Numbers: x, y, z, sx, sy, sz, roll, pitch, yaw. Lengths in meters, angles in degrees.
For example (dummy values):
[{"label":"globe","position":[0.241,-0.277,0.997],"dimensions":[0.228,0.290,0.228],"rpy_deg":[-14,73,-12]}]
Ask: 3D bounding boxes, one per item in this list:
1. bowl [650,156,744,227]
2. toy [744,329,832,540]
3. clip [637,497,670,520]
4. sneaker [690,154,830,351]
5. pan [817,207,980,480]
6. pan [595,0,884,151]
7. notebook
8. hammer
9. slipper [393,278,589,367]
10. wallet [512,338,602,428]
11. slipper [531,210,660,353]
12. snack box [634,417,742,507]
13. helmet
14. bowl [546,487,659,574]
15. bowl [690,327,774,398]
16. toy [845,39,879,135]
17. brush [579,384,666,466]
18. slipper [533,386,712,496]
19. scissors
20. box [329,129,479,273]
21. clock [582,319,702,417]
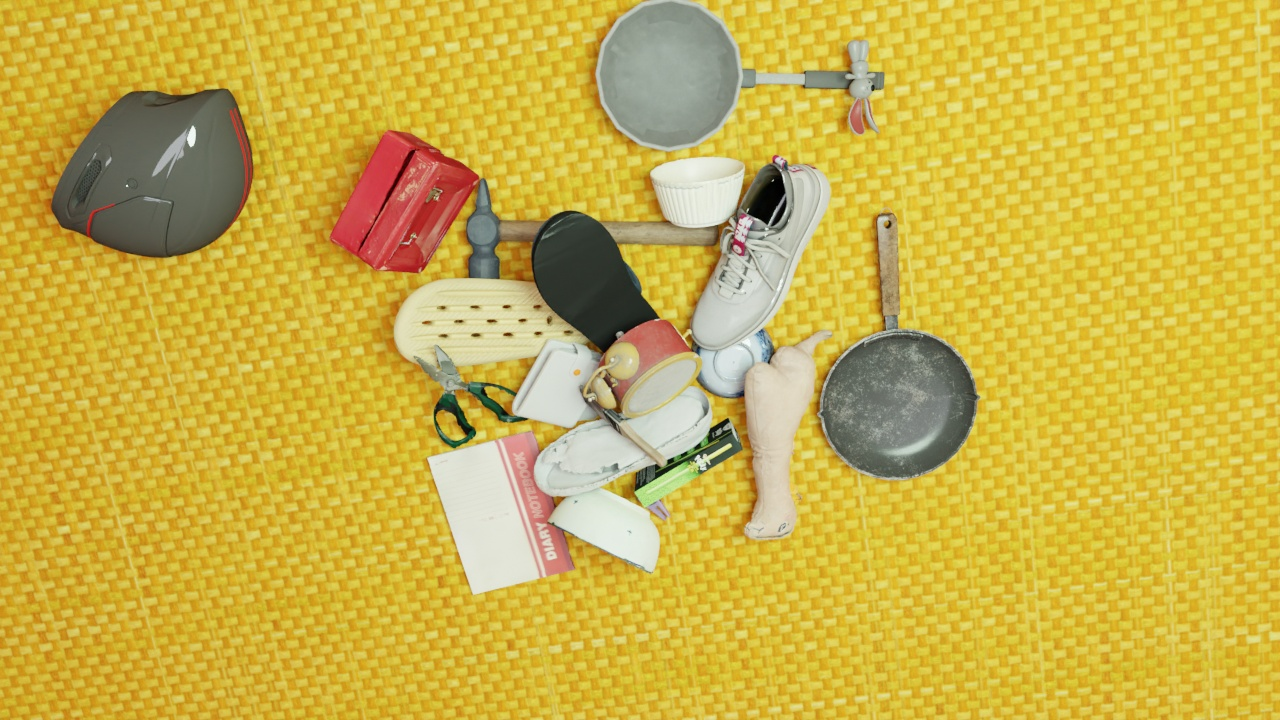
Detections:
[{"label":"bowl","position":[0.071,-0.205,1.127],"dimensions":[0.115,0.115,0.062],"rpy_deg":[-5,117,2]},{"label":"toy","position":[0.196,0.106,1.203],"dimensions":[0.195,0.065,0.264],"rpy_deg":[-27,119,-29]},{"label":"clip","position":[0.015,0.199,1.258],"dimensions":[0.042,0.014,0.052],"rpy_deg":[-18,99,5]},{"label":"sneaker","position":[0.132,-0.129,1.117],"dimensions":[0.097,0.128,0.263],"rpy_deg":[36,103,27]},{"label":"pan","position":[0.327,-0.019,1.191],"dimensions":[0.208,0.040,0.357],"rpy_deg":[-6,100,3]},{"label":"pan","position":[0.123,-0.347,1.129],"dimensions":[0.357,0.041,0.179],"rpy_deg":[0,102,-4]},{"label":"notebook","position":[-0.190,0.211,1.265],"dimensions":[0.153,0.012,0.209],"rpy_deg":[-15,101,4]},{"label":"hammer","position":[-0.061,-0.165,1.174],"dimensions":[0.322,0.040,0.129],"rpy_deg":[1,98,0]},{"label":"slipper","position":[-0.184,-0.057,1.179],"dimensions":[0.261,0.079,0.111],"rpy_deg":[-3,108,-17]},{"label":"wallet","position":[-0.091,0.035,1.197],"dimensions":[0.115,0.037,0.119],"rpy_deg":[17,115,-34]},{"label":"slipper","position":[-0.062,-0.094,1.131],"dimensions":[0.109,0.083,0.265],"rpy_deg":[-40,139,1]},{"label":"snack box","position":[0.062,0.133,1.207],"dimensions":[0.148,0.080,0.025],"rpy_deg":[-32,99,7]},{"label":"helmet","position":[-0.567,-0.220,1.109],"dimensions":[0.170,0.164,0.265],"rpy_deg":[35,111,-17]},{"label":"bowl","position":[-0.039,0.215,1.201],"dimensions":[0.153,0.153,0.072],"rpy_deg":[27,78,-4]},{"label":"bowl","position":[0.122,0.000,1.196],"dimensions":[0.114,0.045,0.114],"rpy_deg":[0,102,1]},{"label":"toy","position":[0.268,-0.330,1.113],"dimensions":[0.049,0.030,0.112],"rpy_deg":[-14,102,-34]},{"label":"brush","position":[-0.023,0.083,1.154],"dimensions":[0.151,0.039,0.012],"rpy_deg":[39,72,25]},{"label":"slipper","position":[-0.022,0.110,1.198],"dimensions":[0.246,0.112,0.075],"rpy_deg":[-23,131,-3]},{"label":"scissors","position":[-0.210,0.038,1.175],"dimensions":[0.142,0.015,0.210],"rpy_deg":[-11,140,-3]},{"label":"box","position":[-0.298,-0.197,1.125],"dimensions":[0.112,0.134,0.157],"rpy_deg":[36,100,5]},{"label":"clock","position":[-0.007,0.007,1.133],"dimensions":[0.081,0.158,0.117],"rpy_deg":[54,139,23]}]
